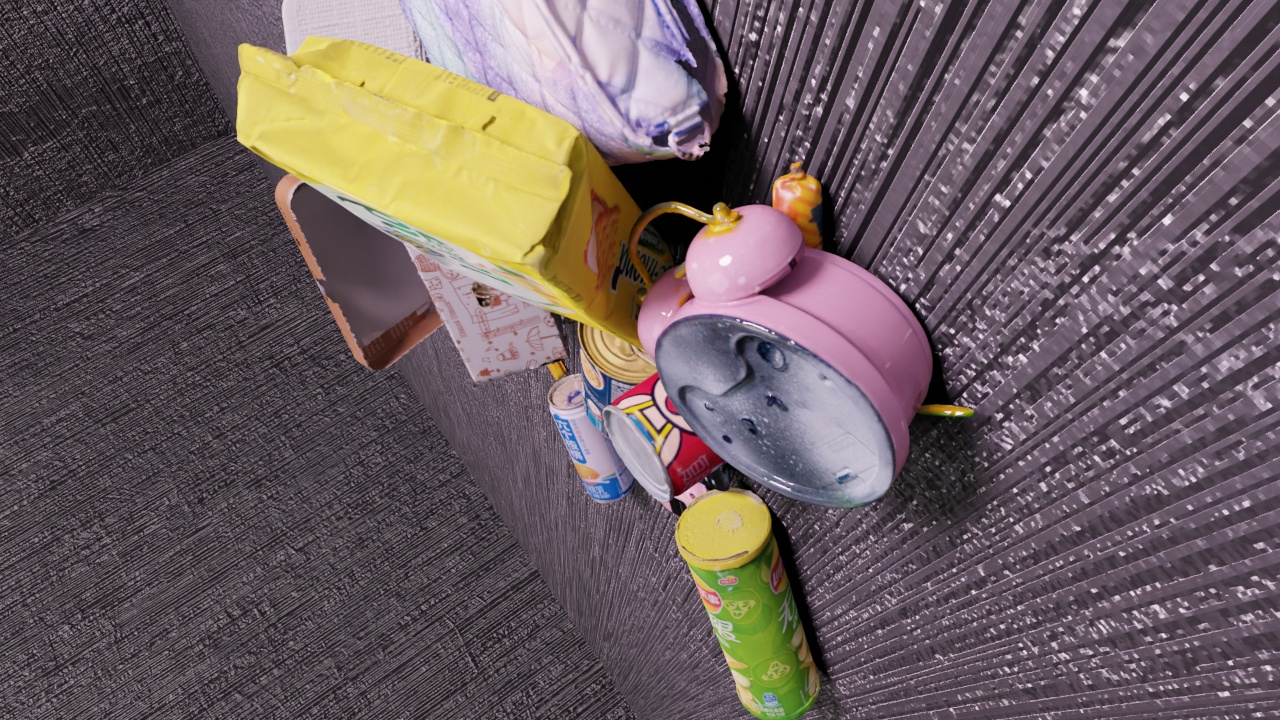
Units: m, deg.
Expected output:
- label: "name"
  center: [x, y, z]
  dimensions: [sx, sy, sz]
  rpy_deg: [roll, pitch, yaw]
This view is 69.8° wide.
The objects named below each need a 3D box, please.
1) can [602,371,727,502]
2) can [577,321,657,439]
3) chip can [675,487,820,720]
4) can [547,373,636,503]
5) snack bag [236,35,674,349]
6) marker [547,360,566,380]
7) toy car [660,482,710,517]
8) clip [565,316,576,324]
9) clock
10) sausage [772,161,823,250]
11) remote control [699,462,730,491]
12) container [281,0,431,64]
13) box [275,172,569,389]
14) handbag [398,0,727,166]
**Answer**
- label: "can"
  center: [0.034, 0.030, 0.534]
  dimensions: [0.066, 0.093, 0.067]
  rpy_deg: [49, 161, 23]
- label: "can"
  center: [-0.004, 0.004, 0.620]
  dimensions: [0.075, 0.075, 0.111]
  rpy_deg: [51, 162, 19]
- label: "chip can"
  center: [0.089, 0.200, 0.722]
  dimensions: [0.072, 0.072, 0.221]
  rpy_deg: [36, 154, 50]
- label: "can"
  center: [-0.047, 0.079, 0.911]
  dimensions: [0.053, 0.053, 0.135]
  rpy_deg: [37, 154, 48]
- label: "snack bag"
  center: [-0.069, -0.074, 0.468]
  dimensions: [0.158, 0.068, 0.246]
  rpy_deg: [24, 177, 15]
- label: "marker"
  center: [-0.113, -0.036, 0.957]
  dimensions: [0.124, 0.015, 0.018]
  rpy_deg: [59, 162, 1]
- label: "toy car"
  center: [0.022, 0.096, 0.785]
  dimensions: [0.122, 0.037, 0.056]
  rpy_deg: [43, 156, 41]
- label: "clip"
  center: [-0.048, -0.068, 0.690]
  dimensions: [0.083, 0.034, 0.104]
  rpy_deg: [22, 137, 61]
- label: "clock"
  center: [0.056, -0.007, 0.405]
  dimensions: [0.158, 0.059, 0.117]
  rpy_deg: [40, 153, -2]
- label: "sausage"
  center: [0.077, -0.026, 0.438]
  dimensions: [0.021, 0.021, 0.165]
  rpy_deg: [44, 159, 37]
- label: "remote control"
  center: [0.035, 0.065, 0.709]
  dimensions: [0.136, 0.024, 0.053]
  rpy_deg: [17, 129, 61]
- label: "container"
  center: [-0.150, -0.190, 0.578]
  dimensions: [0.114, 0.090, 0.090]
  rpy_deg: [6, 105, 36]
- label: "box"
  center: [-0.167, -0.083, 0.698]
  dimensions: [0.152, 0.178, 0.182]
  rpy_deg: [-104, -3, -50]
- label: "handbag"
  center: [-0.044, -0.156, 0.452]
  dimensions: [0.134, 0.075, 0.194]
  rpy_deg: [58, 165, -22]
